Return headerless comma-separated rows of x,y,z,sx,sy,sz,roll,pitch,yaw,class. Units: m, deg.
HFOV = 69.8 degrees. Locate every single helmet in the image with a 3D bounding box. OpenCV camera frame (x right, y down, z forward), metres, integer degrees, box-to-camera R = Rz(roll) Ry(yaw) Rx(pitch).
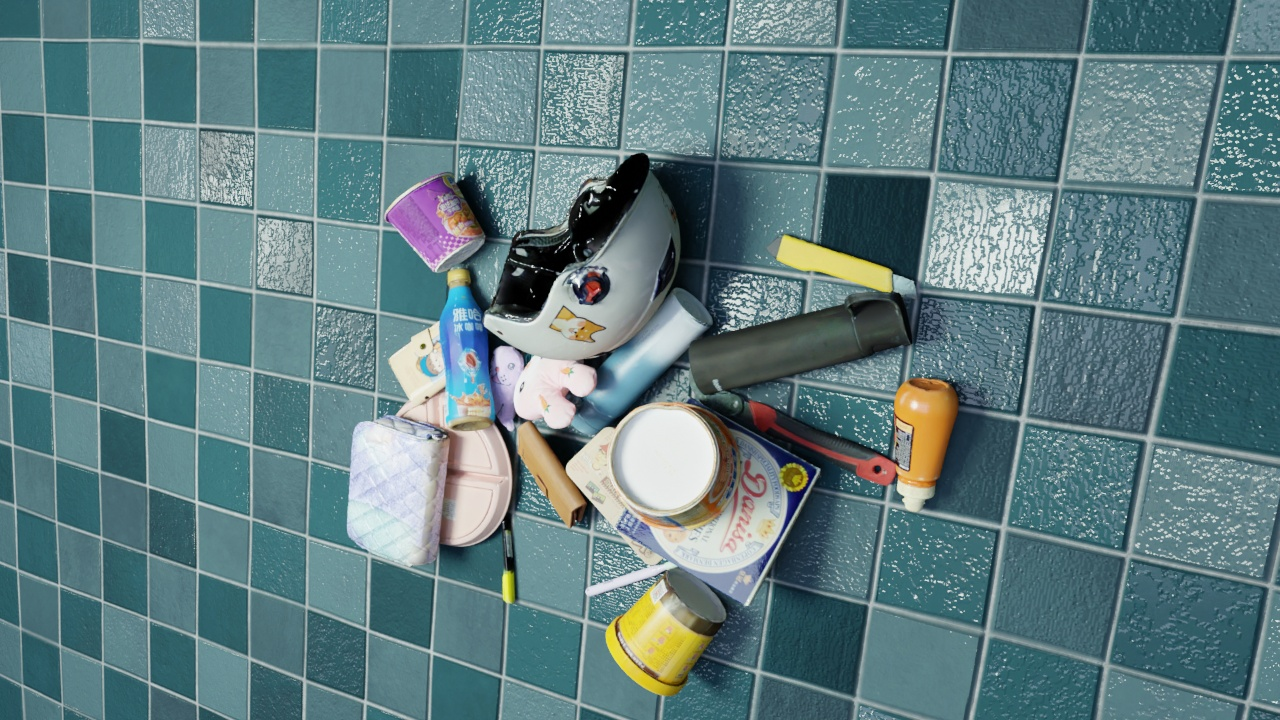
-0.050,-0.098,1.078,0.275,0.229,0.157,-34,117,23,helmet

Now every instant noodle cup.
-0.265,-0.178,1.215,0.112,0.111,0.099,-37,91,25,instant noodle cup
0.032,0.113,1.016,0.151,0.111,0.151,-2,79,10,instant noodle cup
0.036,0.331,1.139,0.118,0.118,0.114,40,104,15,instant noodle cup

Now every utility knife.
0.227,-0.105,1.038,0.181,0.015,0.033,22,111,21,utility knife

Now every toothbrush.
0.003,0.277,1.197,0.190,0.029,0.021,-27,123,27,toothbrush

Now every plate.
-0.280,0.155,1.298,0.230,0.028,0.229,5,100,29,plate

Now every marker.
-0.187,0.280,1.287,0.015,0.018,0.124,1,97,24,marker

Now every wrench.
0.174,0.076,1.089,0.273,0.016,0.056,28,109,20,wrench

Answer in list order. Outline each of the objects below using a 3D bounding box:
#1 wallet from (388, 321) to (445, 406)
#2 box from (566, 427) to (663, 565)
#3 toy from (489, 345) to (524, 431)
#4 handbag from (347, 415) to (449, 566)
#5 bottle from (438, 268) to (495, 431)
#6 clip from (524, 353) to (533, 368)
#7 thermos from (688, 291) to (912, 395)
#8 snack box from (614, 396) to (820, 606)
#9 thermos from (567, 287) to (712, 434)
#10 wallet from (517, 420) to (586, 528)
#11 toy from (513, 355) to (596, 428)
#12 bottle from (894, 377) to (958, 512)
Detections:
-0.288,-0.003,1.278,0.115,0.024,0.087,-35,80,8,wallet
-0.004,0.168,1.158,0.091,0.075,0.168,-44,78,5,box
-0.185,0.030,1.239,0.084,0.038,0.108,30,116,38,toy
-0.333,0.175,1.274,0.134,0.075,0.194,16,107,23,handbag
-0.234,-0.017,1.223,0.065,0.065,0.218,-17,70,26,bottle
-0.145,0.018,1.233,0.048,0.014,0.057,-2,96,28,clip
0.173,-0.026,1.031,0.243,0.090,0.068,-15,47,22,thermos
0.091,0.163,1.079,0.182,0.046,0.178,28,85,13,snack box
-0.007,0.007,1.135,0.221,0.070,0.070,-45,78,22,thermos
-0.118,0.151,1.198,0.031,0.108,0.131,-29,74,-19,wallet
-0.106,0.027,1.150,0.121,0.054,0.159,-56,29,-4,toy
0.308,0.096,1.007,0.067,0.066,0.149,9,109,24,bottle
